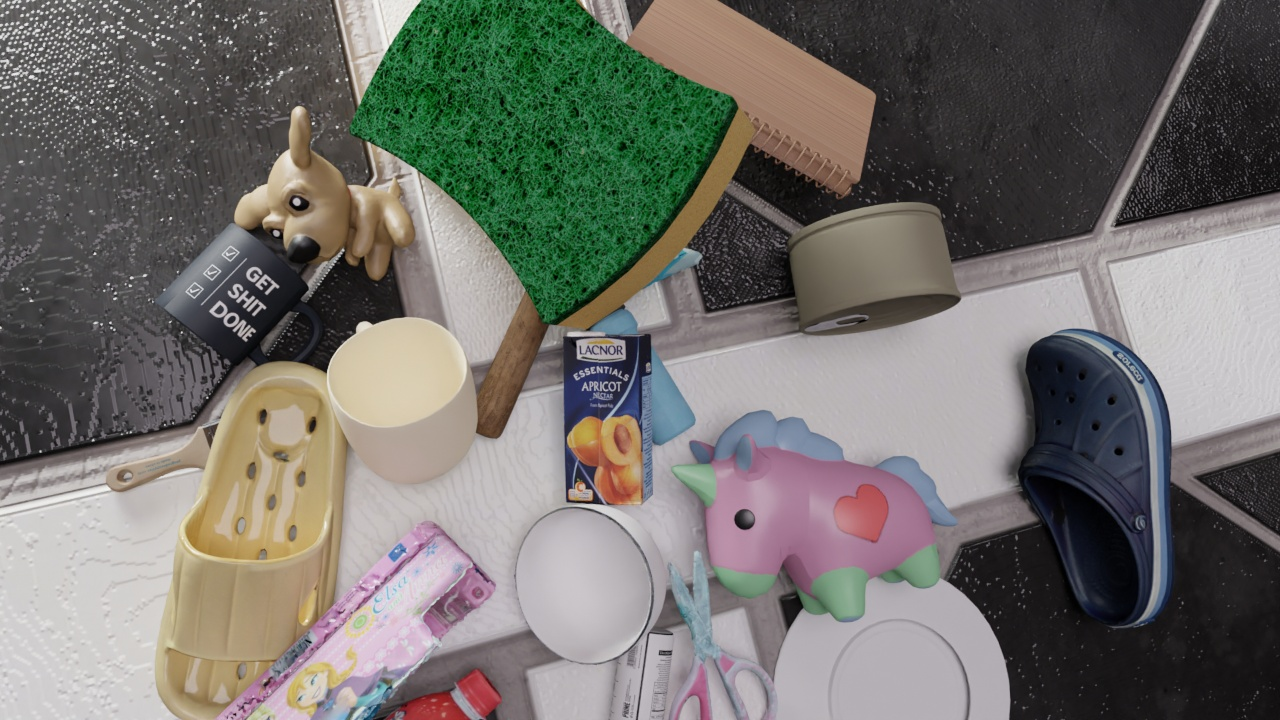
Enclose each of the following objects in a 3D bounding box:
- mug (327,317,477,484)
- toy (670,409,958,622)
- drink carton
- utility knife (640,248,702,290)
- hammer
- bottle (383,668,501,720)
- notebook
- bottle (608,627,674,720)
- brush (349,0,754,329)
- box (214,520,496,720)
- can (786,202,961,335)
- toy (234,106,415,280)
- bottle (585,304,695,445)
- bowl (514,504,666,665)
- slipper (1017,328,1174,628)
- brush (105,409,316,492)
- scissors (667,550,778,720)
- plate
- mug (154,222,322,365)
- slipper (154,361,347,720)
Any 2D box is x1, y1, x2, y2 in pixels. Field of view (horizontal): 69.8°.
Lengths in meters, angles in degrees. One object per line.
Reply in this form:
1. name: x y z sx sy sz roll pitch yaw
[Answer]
1. mug: -0.173 0.029 0.669 0.096 0.100 0.120 -28 58 -22
2. toy: 0.143 0.112 0.717 0.221 0.120 0.171 -17 88 -19
3. drink carton: -0.023 0.042 0.700 0.064 0.040 0.130 0 94 13
4. utility knife: 0.002 -0.065 0.739 0.022 0.015 0.124 30 44 34
5. hammer: -0.061 -0.088 0.732 0.129 0.040 0.321 21 82 12
6. bottle: -0.160 0.276 0.648 0.137 0.062 0.062 -39 90 -14
7. notebook: 0.094 -0.230 0.761 0.210 0.022 0.168 28 45 -6
8. bottle: -0.002 0.262 0.693 0.041 0.041 0.116 10 79 -10
9. brush: -0.066 -0.167 0.668 0.250 0.075 0.195 44 102 13
10. box: -0.187 0.227 0.615 0.230 0.106 0.086 -44 133 -15
11. can: 0.186 -0.071 0.742 0.127 0.128 0.073 -6 80 -12
12. toy: -0.230 -0.113 0.689 0.108 0.134 0.105 17 52 -35
13. bottle: -0.004 0.004 0.735 0.040 0.040 0.130 -31 87 -15
14. bowl: -0.030 0.160 0.681 0.114 0.063 0.113 0 91 25
15. slipper: 0.372 0.097 0.761 0.095 0.105 0.252 -7 84 -20
16. brush: -0.315 0.065 0.678 0.151 0.012 0.039 -20 86 -13
17. scissors: 0.064 0.219 0.700 0.105 0.016 0.179 -8 98 -24
18. plate: 0.209 0.273 0.746 0.208 0.015 0.208 2 80 -11
19. mug: -0.286 -0.037 0.677 0.105 0.071 0.077 46 74 -29
20. slipper: -0.263 0.128 0.638 0.111 0.079 0.261 12 82 -17
